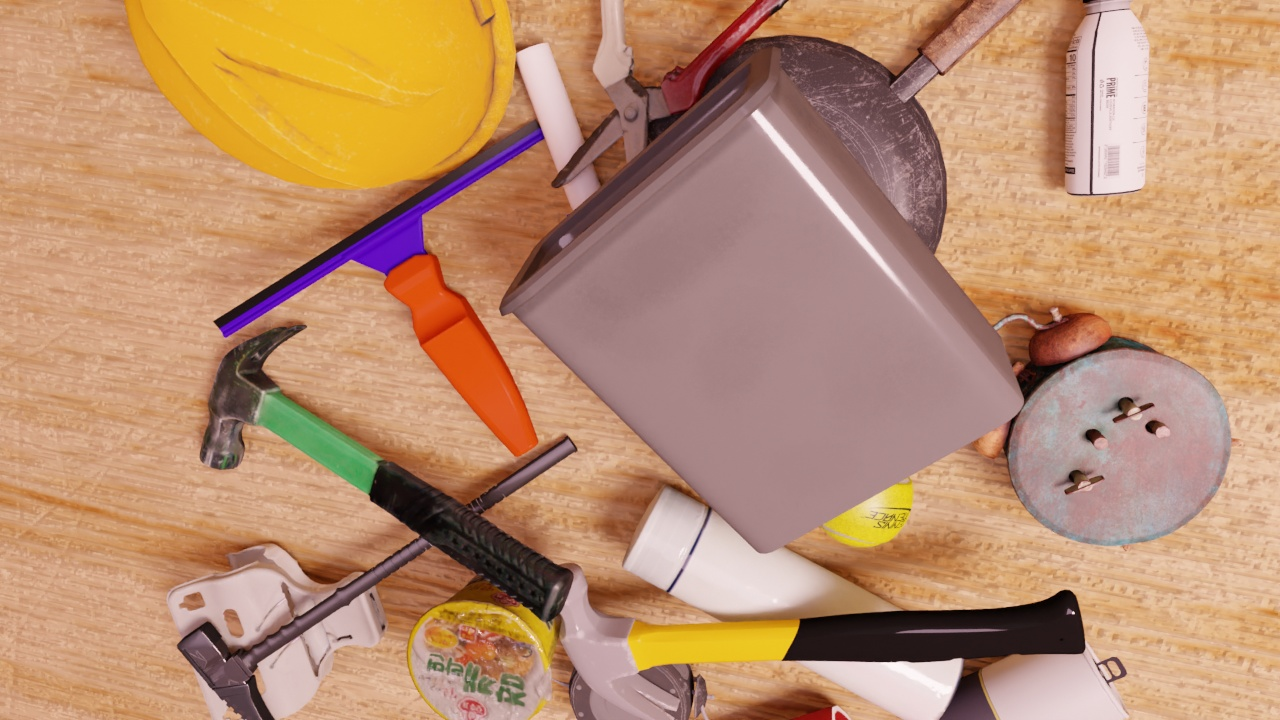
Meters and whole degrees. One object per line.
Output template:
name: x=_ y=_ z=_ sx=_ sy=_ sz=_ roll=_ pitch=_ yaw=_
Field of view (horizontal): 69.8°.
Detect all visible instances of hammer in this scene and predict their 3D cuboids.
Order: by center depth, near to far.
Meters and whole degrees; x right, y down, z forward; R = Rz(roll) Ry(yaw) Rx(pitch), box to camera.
hammer: x=0.100 y=0.175 z=0.575 sx=0.324 sy=0.029 sz=0.127 roll=-9 pitch=113 yaw=22
hammer: x=-0.181 y=0.081 z=0.633 sx=0.319 sy=0.032 sz=0.130 roll=28 pitch=106 yaw=21
hammer: x=-0.179 y=0.155 z=0.669 sx=0.325 sy=0.015 sz=0.095 roll=-34 pitch=99 yaw=5

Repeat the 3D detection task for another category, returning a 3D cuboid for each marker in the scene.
marker: x=-0.047 y=-0.134 z=0.592 sx=0.027 sy=0.023 sz=0.133 roll=-12 pitch=104 yaw=36

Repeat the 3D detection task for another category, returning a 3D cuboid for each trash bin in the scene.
trash bin: x=0.068 y=-0.023 z=0.519 sx=0.192 sy=0.097 sz=0.220 roll=-36 pitch=108 yaw=27

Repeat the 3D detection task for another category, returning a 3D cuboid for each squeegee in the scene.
squeegee: x=-0.127 y=-0.016 z=0.626 sx=0.249 sy=0.055 sz=0.185 roll=-32 pitch=98 yaw=1

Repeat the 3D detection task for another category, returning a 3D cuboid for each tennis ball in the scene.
tennis ball: x=0.142 y=0.087 z=0.592 sx=0.065 sy=0.065 sz=0.065 roll=3 pitch=106 yaw=11

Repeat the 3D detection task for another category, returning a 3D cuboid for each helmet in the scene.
helmet: x=-0.204 y=-0.189 z=0.520 sx=0.255 sy=0.131 sz=0.206 roll=37 pitch=122 yaw=-14

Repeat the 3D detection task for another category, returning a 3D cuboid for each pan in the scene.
pan: x=0.139 y=-0.146 z=0.544 sx=0.207 sy=0.040 sz=0.358 roll=45 pitch=111 yaw=-3

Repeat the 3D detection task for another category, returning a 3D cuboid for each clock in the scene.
clock: x=0.265 y=0.037 z=0.549 sx=0.157 sy=0.073 sz=0.121 roll=36 pitch=110 yaw=1
clock: x=-0.001 y=0.245 z=0.679 sx=0.123 sy=0.043 sz=0.091 roll=33 pitch=110 yaw=1

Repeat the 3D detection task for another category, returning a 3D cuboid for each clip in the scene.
clip: x=-0.276 y=0.205 z=0.725 sx=0.150 sy=0.110 sz=0.127 roll=-19 pitch=104 yaw=-16

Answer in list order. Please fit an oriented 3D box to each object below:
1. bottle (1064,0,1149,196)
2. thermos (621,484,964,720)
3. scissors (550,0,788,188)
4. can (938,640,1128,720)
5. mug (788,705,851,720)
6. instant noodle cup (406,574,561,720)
bottle: x=0.260 y=-0.152 z=0.512 sx=0.041 sy=0.041 sz=0.116 roll=-3 pitch=105 yaw=13
thermos: x=0.101 y=0.165 z=0.624 sx=0.230 sy=0.067 sz=0.068 roll=27 pitch=109 yaw=3
scissors: x=0.004 y=-0.191 z=0.549 sx=0.199 sy=0.015 sz=0.179 roll=-34 pitch=82 yaw=20
can: x=0.260 y=0.228 z=0.609 sx=0.127 sy=0.064 sz=0.064 roll=-33 pitch=97 yaw=18
mug: x=0.119 y=0.311 z=0.660 sx=0.097 sy=0.080 sz=0.116 roll=-25 pitch=128 yaw=17
instant noodle cup: x=-0.096 y=0.189 z=0.649 sx=0.102 sy=0.108 sz=0.102 roll=3 pitch=106 yaw=11
